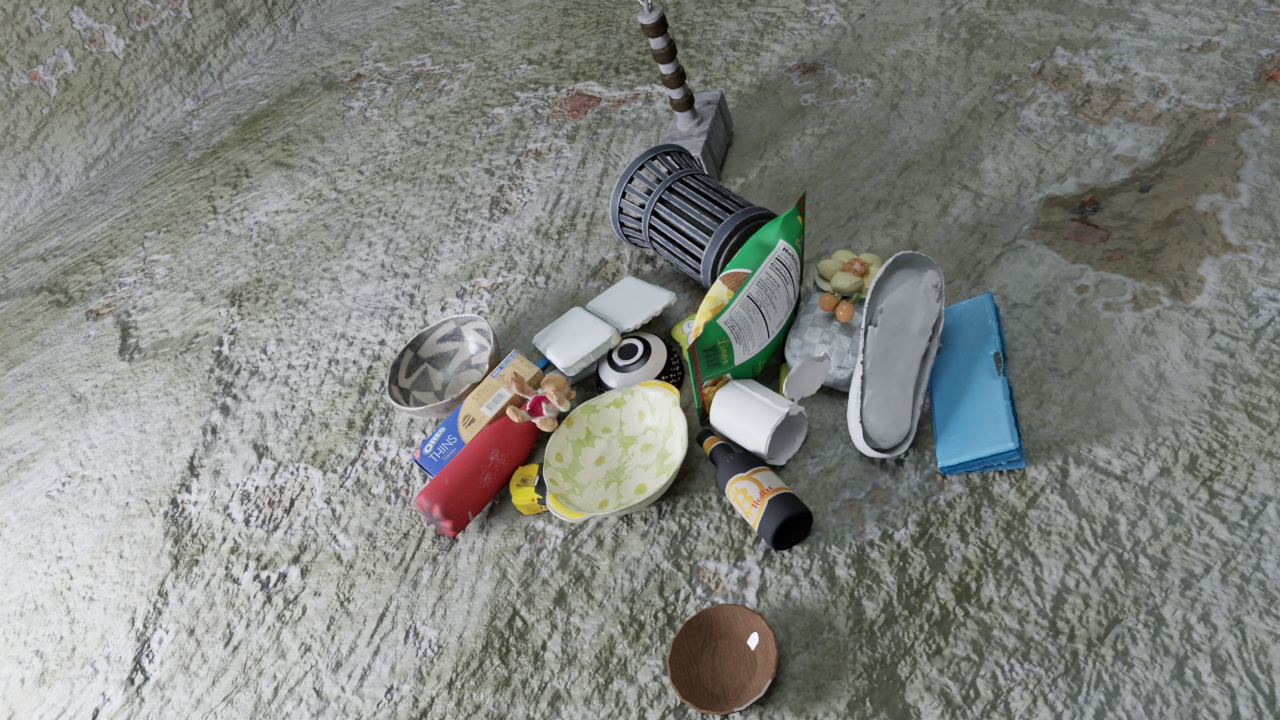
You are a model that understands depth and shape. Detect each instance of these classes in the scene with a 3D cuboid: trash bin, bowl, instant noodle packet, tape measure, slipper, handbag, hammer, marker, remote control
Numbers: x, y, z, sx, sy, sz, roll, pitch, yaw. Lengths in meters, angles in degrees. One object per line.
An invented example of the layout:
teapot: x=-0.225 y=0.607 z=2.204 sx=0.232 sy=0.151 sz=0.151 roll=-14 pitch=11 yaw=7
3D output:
trash bin: x=0.087 y=-0.189 z=1.302 sx=0.164 sy=0.164 sz=0.227 roll=-39 pitch=48 yaw=-11
bowl: x=-0.007 y=0.007 z=1.222 sx=0.120 sy=0.066 sz=0.120 roll=-11 pitch=51 yaw=13
instant noodle packet: x=0.135 y=-0.058 z=1.123 sx=0.090 sy=0.196 sz=0.252 roll=29 pitch=69 yaw=22
tape measure: x=-0.138 y=0.162 z=1.172 sx=0.064 sy=0.037 sz=0.065 roll=-3 pitch=49 yaw=23
bowl: x=-0.023 y=0.123 z=1.136 sx=0.189 sy=0.060 sz=0.218 roll=20 pitch=60 yaw=38
slipper: x=0.292 y=-0.007 z=1.047 sx=0.075 sy=0.112 sz=0.246 roll=159 pitch=127 yaw=-70
handbag: x=0.246 y=-0.053 z=1.122 sx=0.112 sy=0.123 sz=0.171 roll=17 pitch=59 yaw=19
hammer: x=0.053 y=-0.431 z=1.416 sx=0.080 sy=0.326 sz=0.176 roll=-1 pitch=50 yaw=25
bowl: x=-0.275 y=0.022 z=1.337 sx=0.179 sy=0.081 sz=0.178 roll=-14 pitch=45 yaw=15
marker: x=0.188 y=-0.001 z=1.175 sx=0.017 sy=0.021 sz=0.123 roll=-9 pitch=46 yaw=18
remote control: x=-0.090 y=0.015 z=1.301 sx=0.131 sy=0.012 sz=0.033 roll=-27 pitch=52 yaw=1
bowl: x=0.086 y=0.307 z=0.933 sx=0.118 sy=0.030 sz=0.117 roll=-14 pitch=45 yaw=14

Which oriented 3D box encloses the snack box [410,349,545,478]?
snack box: x=-0.218 y=0.080 z=1.258 sx=0.057 sy=0.056 sz=0.206 roll=36 pitch=75 yaw=27

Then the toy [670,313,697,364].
toy: x=0.102 y=-0.036 z=1.233 sx=0.115 sy=0.046 sz=0.092 roll=-20 pitch=44 yaw=-4

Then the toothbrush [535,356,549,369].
toothbrush: x=-0.160 y=0.025 z=1.331 sx=0.016 sy=0.014 sz=0.166 roll=25 pitch=60 yaw=37

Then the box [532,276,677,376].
box: x=-0.055 y=-0.056 z=1.289 sx=0.188 sy=0.037 sz=0.209 roll=-38 pitch=21 yaw=-6

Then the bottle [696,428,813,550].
bottle: x=0.120 y=0.138 z=1.052 sx=0.059 sy=0.059 sz=0.181 roll=-35 pitch=44 yaw=-8

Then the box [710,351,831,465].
box: x=0.150 y=0.038 z=1.081 sx=0.106 sy=0.080 sz=0.150 roll=34 pitch=111 yaw=40

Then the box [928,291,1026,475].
box: x=0.378 y=0.029 z=1.048 sx=0.093 sy=0.052 sz=0.231 roll=-22 pitch=41 yaw=30

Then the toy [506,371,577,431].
toy: x=-0.116 y=0.049 z=1.193 sx=0.085 sy=0.074 sz=0.105 roll=12 pitch=15 yaw=24

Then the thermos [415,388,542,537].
thermos: x=-0.190 y=0.124 z=1.207 sx=0.073 sy=0.073 sz=0.239 roll=18 pitch=52 yaw=37
